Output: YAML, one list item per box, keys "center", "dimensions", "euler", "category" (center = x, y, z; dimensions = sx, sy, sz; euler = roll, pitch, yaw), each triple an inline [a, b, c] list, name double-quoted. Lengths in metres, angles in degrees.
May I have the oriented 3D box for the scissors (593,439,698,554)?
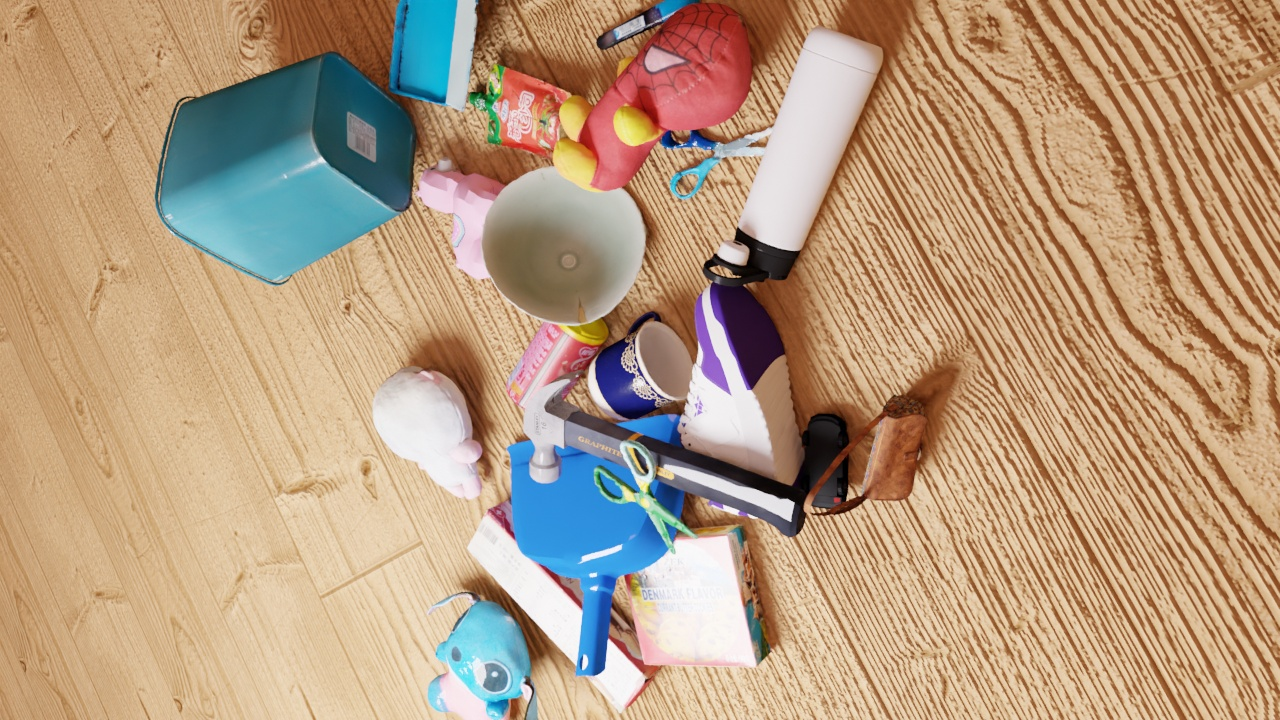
- center: [0.011, 0.130, 0.887]
  dimensions: [0.132, 0.012, 0.108]
  euler: [33, 128, 19]
  category: "scissors"

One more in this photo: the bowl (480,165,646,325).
- center: [-0.080, -0.114, 0.970]
  dimensions: [0.174, 0.068, 0.174]
  euler: [0, 76, -2]
  category: "bowl"

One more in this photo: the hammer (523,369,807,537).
- center: [0.016, 0.102, 0.900]
  dimensions: [0.313, 0.035, 0.139]
  euler: [18, 122, 28]
  category: "hammer"

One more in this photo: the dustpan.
- center: [-0.056, 0.204, 0.989]
  dimensions: [0.246, 0.059, 0.257]
  euler: [-13, 58, 32]
  category: "dustpan"

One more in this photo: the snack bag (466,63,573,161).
- center: [-0.130, -0.269, 0.996]
  dimensions: [0.155, 0.044, 0.087]
  euler: [26, 121, 30]
  category: "snack bag"

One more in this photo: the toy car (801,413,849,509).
- center: [0.181, 0.097, 0.883]
  dimensions: [0.042, 0.036, 0.091]
  euler: [1, 91, 33]
  category: "toy car"

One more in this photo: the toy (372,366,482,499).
- center: [-0.250, 0.091, 1.111]
  dimensions: [0.139, 0.101, 0.179]
  euler: [-18, 108, 44]
  category: "toy"

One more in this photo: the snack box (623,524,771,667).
- center: [0.056, 0.254, 0.987]
  dimensions: [0.143, 0.040, 0.145]
  euler: [-11, 94, 34]
  category: "snack box"

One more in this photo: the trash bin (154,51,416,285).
- center: [-0.395, -0.226, 1.060]
  dimensions: [0.219, 0.199, 0.196]
  euler: [-15, 63, 25]
  category: "trash bin"

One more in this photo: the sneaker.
- center: [0.083, 0.043, 0.903]
  dimensions: [0.111, 0.091, 0.244]
  euler: [-10, 100, 36]
  category: "sneaker"

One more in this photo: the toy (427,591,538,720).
- center: [-0.190, 0.396, 1.132]
  dimensions: [0.224, 0.098, 0.192]
  euler: [40, 124, 34]
  category: "toy"

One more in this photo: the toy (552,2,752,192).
- center: [0.015, -0.248, 0.865]
  dimensions: [0.217, 0.098, 0.147]
  euler: [-29, 44, 29]
  category: "toy"

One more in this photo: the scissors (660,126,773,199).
- center: [0.077, -0.214, 0.891]
  dimensions: [0.135, 0.016, 0.083]
  euler: [-16, 90, 33]
  category: "scissors"

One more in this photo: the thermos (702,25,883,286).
- center: [0.132, -0.176, 0.817]
  dimensions: [0.068, 0.101, 0.230]
  euler: [37, 118, 35]
  category: "thermos"

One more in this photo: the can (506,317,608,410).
- center: [-0.093, -0.002, 1.007]
  dimensions: [0.066, 0.066, 0.125]
  euler: [44, 119, 16]
  category: "can"

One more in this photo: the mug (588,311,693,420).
- center: [-0.006, 0.006, 0.956]
  dimensions: [0.089, 0.085, 0.111]
  euler: [-28, 50, 35]
  category: "mug"

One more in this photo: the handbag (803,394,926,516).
- center: [0.194, 0.092, 0.779]
  dimensions: [0.043, 0.195, 0.094]
  euler: [22, 113, 32]
  category: "handbag"

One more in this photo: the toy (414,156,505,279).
- center: [-0.189, -0.159, 1.035]
  dimensions: [0.158, 0.067, 0.123]
  euler: [19, 112, 32]
  category: "toy"

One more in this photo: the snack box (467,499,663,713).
- center: [-0.091, 0.285, 1.083]
  dimensions: [0.273, 0.044, 0.077]
  euler: [42, 124, 18]
  category: "snack box"

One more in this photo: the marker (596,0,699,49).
- center: [0.006, -0.337, 0.909]
  dimensions: [0.123, 0.015, 0.018]
  euler: [-13, 97, 35]
  category: "marker"

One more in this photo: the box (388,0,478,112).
- center: [-0.199, -0.400, 0.994]
  dimensions: [0.175, 0.060, 0.244]
  euler: [28, 115, 42]
  category: "box"
